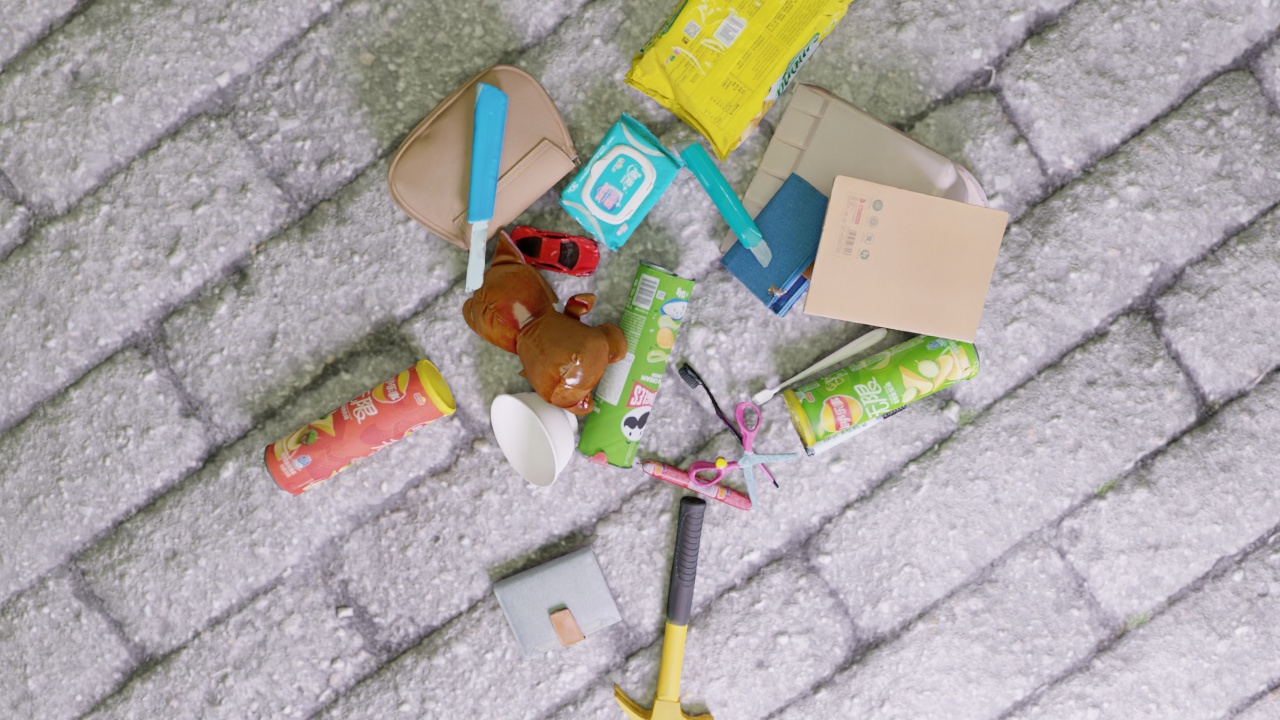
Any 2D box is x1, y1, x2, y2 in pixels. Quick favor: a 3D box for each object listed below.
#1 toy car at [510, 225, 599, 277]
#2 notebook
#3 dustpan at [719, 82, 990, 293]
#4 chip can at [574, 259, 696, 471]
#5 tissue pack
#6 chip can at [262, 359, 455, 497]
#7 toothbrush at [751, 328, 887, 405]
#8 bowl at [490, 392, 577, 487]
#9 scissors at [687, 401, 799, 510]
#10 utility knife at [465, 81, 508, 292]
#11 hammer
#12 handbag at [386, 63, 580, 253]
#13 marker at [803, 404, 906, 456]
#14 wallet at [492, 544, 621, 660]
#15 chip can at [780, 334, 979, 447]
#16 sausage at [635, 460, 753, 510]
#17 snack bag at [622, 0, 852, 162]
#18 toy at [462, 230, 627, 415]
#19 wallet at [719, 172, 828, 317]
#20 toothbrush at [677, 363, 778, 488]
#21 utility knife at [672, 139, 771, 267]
[{"bbox_3d":[-0.100,-0.126,1.064,0.106,0.031,0.049,11,97,-3],"label":"toy car"},{"bbox_3d":[0.284,-0.105,0.977,0.207,0.008,0.148,8,101,-15],"label":"notebook"},{"bbox_3d":[0.262,-0.160,1.071,0.273,0.138,0.222,31,98,25],"label":"dustpan"},{"bbox_3d":[-0.006,0.006,1.056,0.072,0.072,0.236,19,96,-2],"label":"chip can"},{"bbox_3d":[-0.023,-0.202,1.045,0.093,0.050,0.133,37,95,-3],"label":"tissue pack"},{"bbox_3d":[-0.326,0.078,1.066,0.217,0.073,0.073,-28,95,4],"label":"chip can"},{"bbox_3d":[0.211,0.007,1.087,0.180,0.016,0.016,-28,97,1],"label":"toothbrush"},{"bbox_3d":[-0.112,0.079,1.061,0.064,0.119,0.118,-30,97,-35],"label":"bowl"},{"bbox_3d":[0.121,0.113,1.082,0.133,0.017,0.134,-6,95,2],"label":"scissors"},{"bbox_3d":[-0.167,-0.180,0.969,0.034,0.018,0.218,6,97,-13],"label":"utility knife"},{"bbox_3d":[0.044,0.314,1.110,0.129,0.033,0.301,7,96,-2],"label":"hammer"},{"bbox_3d":[-0.176,-0.224,1.023,0.204,0.099,0.148,-40,102,4],"label":"handbag"},{"bbox_3d":[0.254,0.078,1.092,0.131,0.018,0.022,-27,70,3],"label":"marker"},{"bbox_3d":[-0.099,0.294,1.106,0.130,0.037,0.106,-22,95,3],"label":"wallet"},{"bbox_3d":[0.278,0.026,1.058,0.221,0.072,0.072,-24,96,3],"label":"chip can"},{"bbox_3d":[0.068,0.148,1.098,0.156,0.020,0.020,21,96,-3],"label":"sausage"},{"bbox_3d":[0.110,-0.364,1.019,0.158,0.068,0.246,38,96,-4],"label":"snack bag"},{"bbox_3d":[-0.111,-0.039,1.021,0.199,0.130,0.140,39,111,13],"label":"toy"},{"bbox_3d":[0.164,-0.128,1.017,0.133,0.040,0.106,-51,58,14],"label":"wallet"},{"bbox_3d":[0.106,0.081,1.094,0.018,0.014,0.189,-36,95,13],"label":"toothbrush"},{"bbox_3d":[0.093,-0.177,1.017,0.029,0.013,0.176,-34,81,10],"label":"utility knife"}]
